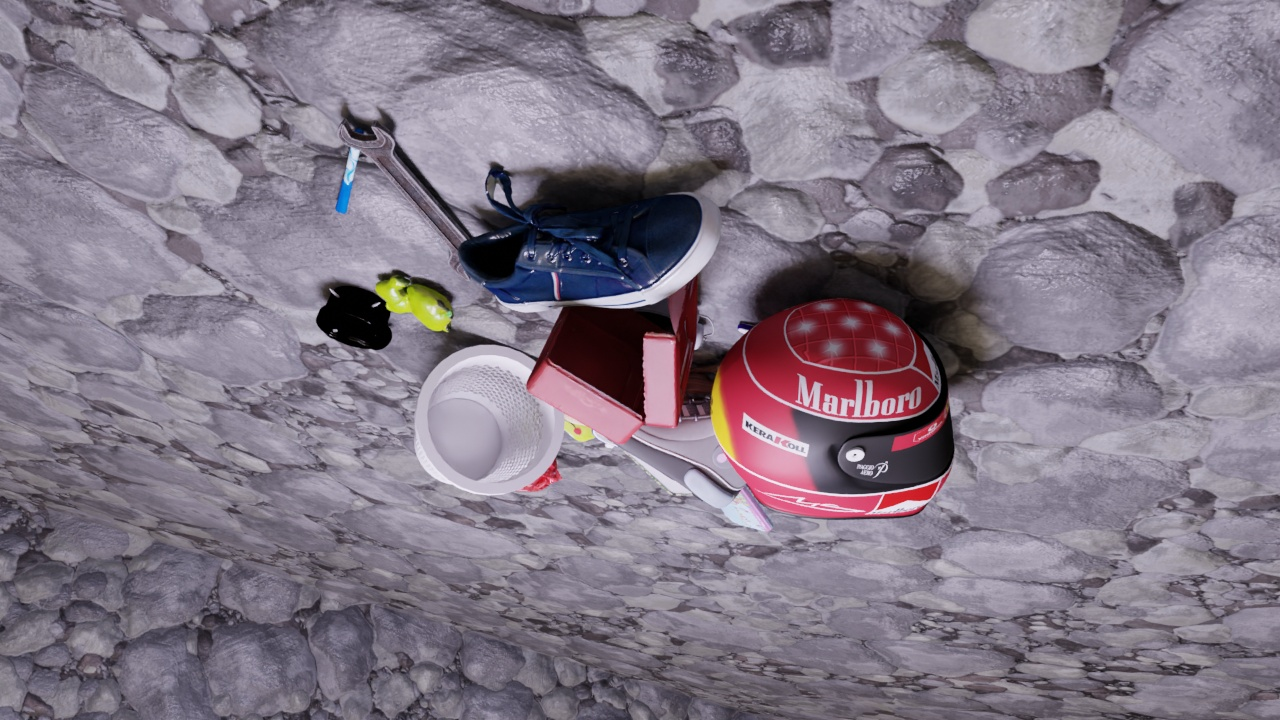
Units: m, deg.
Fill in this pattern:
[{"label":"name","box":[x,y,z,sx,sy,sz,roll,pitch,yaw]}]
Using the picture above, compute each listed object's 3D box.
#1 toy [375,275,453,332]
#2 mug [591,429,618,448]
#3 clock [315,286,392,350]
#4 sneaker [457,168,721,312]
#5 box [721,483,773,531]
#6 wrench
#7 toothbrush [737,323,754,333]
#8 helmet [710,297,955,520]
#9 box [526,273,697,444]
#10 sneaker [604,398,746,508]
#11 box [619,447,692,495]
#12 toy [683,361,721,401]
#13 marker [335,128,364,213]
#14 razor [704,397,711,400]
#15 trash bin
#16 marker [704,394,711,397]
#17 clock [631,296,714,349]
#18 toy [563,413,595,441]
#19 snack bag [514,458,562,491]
[{"label":"toy","box":[-0.274,-0.070,1.127,0.094,0.036,0.094,5,144,23]},{"label":"mug","box":[-0.026,0.075,1.245,0.075,0.076,0.112,17,151,-9]},{"label":"clock","box":[-0.368,-0.050,1.188,0.091,0.042,0.121,15,151,-5]},{"label":"sneaker","box":[-0.065,-0.120,0.886,0.295,0.120,0.127,-7,159,36]},{"label":"box","box":[0.134,0.162,1.293,0.093,0.089,0.214,21,160,38]},{"label":"wrench","box":[-0.220,-0.158,0.959,0.070,0.010,0.273,-3,150,22]},{"label":"toothbrush","box":[0.202,-0.015,1.058,0.186,0.016,0.015,13,151,-2]},{"label":"helmet","box":[0.211,0.045,0.966,0.271,0.197,0.225,3,134,-2]},{"label":"box","box":[-0.026,-0.012,0.951,0.165,0.156,0.152,1,126,12]},{"label":"sneaker","box":[0.058,0.059,1.101,0.256,0.093,0.160,38,105,-22]},{"label":"box","box":[0.055,0.142,1.366,0.118,0.049,0.205,-4,147,31]},{"label":"toy","box":[0.073,0.029,1.154,0.102,0.055,0.041,-6,-175,40]},{"label":"marker","box":[-0.298,-0.192,0.938,0.013,0.013,0.142,21,150,-16]},{"label":"razor","box":[0.038,0.067,1.256,0.145,0.022,0.042,-9,165,39]},{"label":"trash bin","box":[-0.230,0.097,1.272,0.195,0.195,0.200,22,159,-17]},{"label":"marker","box":[0.074,0.037,1.201,0.140,0.016,0.016,10,151,4]},{"label":"clock","box":[0.024,-0.043,1.059,0.123,0.035,0.094,2,150,16]},{"label":"toy","box":[-0.092,0.071,1.272,0.092,0.043,0.118,44,158,4]},{"label":"snack bag","box":[-0.221,0.177,1.504,0.177,0.082,0.082,-2,148,23]}]
